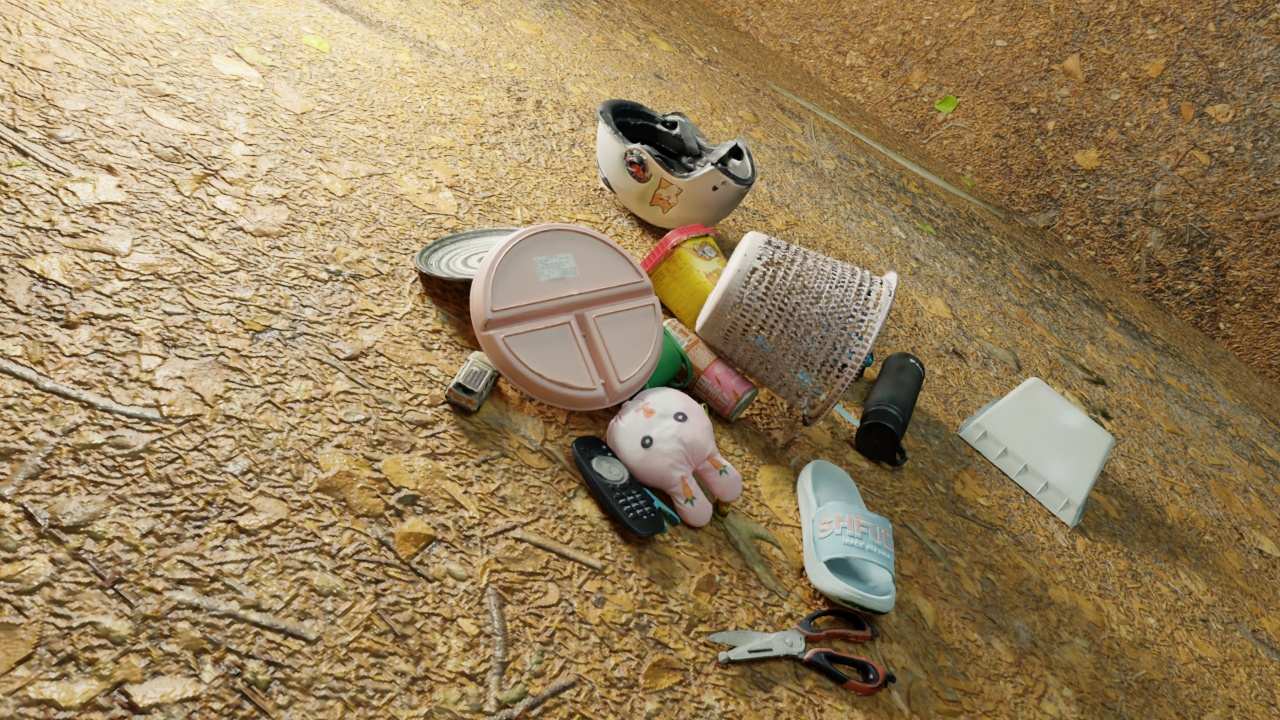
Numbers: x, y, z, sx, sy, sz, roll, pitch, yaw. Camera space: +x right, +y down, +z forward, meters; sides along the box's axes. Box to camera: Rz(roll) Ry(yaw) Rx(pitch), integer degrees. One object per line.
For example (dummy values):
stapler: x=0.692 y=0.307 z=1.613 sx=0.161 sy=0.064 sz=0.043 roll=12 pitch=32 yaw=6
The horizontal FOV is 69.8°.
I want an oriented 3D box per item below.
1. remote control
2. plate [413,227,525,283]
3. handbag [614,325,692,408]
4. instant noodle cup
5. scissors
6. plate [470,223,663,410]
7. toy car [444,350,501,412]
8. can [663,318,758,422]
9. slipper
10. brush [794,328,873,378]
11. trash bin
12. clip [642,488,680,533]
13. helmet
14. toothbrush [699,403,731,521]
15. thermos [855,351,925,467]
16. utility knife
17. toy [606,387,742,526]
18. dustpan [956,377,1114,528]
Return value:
remote control: x=-0.026 y=0.132 z=0.943 sx=0.053 sy=0.024 sz=0.136 roll=-9 pitch=48 yaw=-43
plate: x=-0.183 y=-0.123 z=1.112 sx=0.179 sy=0.024 sz=0.179 roll=-1 pitch=27 yaw=1
handbag: x=-0.007 y=0.006 z=1.105 sx=0.120 sy=0.068 sz=0.131 roll=46 pitch=32 yaw=7
instant noodle cup: x=0.077 y=-0.114 z=1.306 sx=0.123 sy=0.116 sz=0.116 roll=53 pitch=35 yaw=12
scissors: x=0.163 y=0.287 z=0.896 sx=0.204 sy=0.015 sz=0.202 roll=37 pitch=32 yaw=9
plate: x=-0.074 y=-0.055 z=1.021 sx=0.229 sy=0.028 sz=0.229 roll=10 pitch=64 yaw=-21
toy car: x=-0.173 y=0.019 z=0.967 sx=0.042 sy=0.035 sz=0.090 roll=30 pitch=28 yaw=-6
can: x=0.078 y=0.011 z=1.170 sx=0.147 sy=0.058 sz=0.057 roll=41 pitch=33 yaw=15
slipper: x=0.238 y=0.189 z=1.040 sx=0.104 sy=0.074 sz=0.245 roll=24 pitch=28 yaw=-14
brush: x=0.298 y=-0.017 z=1.385 sx=0.143 sy=0.074 sz=0.055 roll=8 pitch=34 yaw=-32
trash bin: x=0.186 y=-0.057 z=1.168 sx=0.192 sy=0.228 sz=0.226 roll=28 pitch=31 yaw=0
clip: x=0.015 y=0.155 z=0.956 sx=0.055 sy=0.013 sz=0.038 roll=43 pitch=32 yaw=19
helmet: x=0.043 y=-0.301 z=1.488 sx=0.274 sy=0.157 sz=0.229 roll=22 pitch=32 yaw=4
toothbrush: x=0.085 y=0.113 z=1.072 sx=0.015 sy=0.017 sz=0.189 roll=20 pitch=33 yaw=-19
thermos: x=0.370 y=0.073 z=1.340 sx=0.090 sy=0.069 sz=0.241 roll=59 pitch=32 yaw=-10
utility knife: x=0.227 y=0.027 z=1.291 sx=0.034 sy=0.018 sz=0.216 roll=-4 pitch=38 yaw=-50
toy: x=0.039 y=0.101 z=1.001 sx=0.121 sy=0.054 sz=0.159 roll=-36 pitch=75 yaw=-28
dustpan: x=0.652 y=0.149 z=1.519 sx=0.257 sy=0.143 sz=0.222 roll=-38 pitch=70 yaw=-26
